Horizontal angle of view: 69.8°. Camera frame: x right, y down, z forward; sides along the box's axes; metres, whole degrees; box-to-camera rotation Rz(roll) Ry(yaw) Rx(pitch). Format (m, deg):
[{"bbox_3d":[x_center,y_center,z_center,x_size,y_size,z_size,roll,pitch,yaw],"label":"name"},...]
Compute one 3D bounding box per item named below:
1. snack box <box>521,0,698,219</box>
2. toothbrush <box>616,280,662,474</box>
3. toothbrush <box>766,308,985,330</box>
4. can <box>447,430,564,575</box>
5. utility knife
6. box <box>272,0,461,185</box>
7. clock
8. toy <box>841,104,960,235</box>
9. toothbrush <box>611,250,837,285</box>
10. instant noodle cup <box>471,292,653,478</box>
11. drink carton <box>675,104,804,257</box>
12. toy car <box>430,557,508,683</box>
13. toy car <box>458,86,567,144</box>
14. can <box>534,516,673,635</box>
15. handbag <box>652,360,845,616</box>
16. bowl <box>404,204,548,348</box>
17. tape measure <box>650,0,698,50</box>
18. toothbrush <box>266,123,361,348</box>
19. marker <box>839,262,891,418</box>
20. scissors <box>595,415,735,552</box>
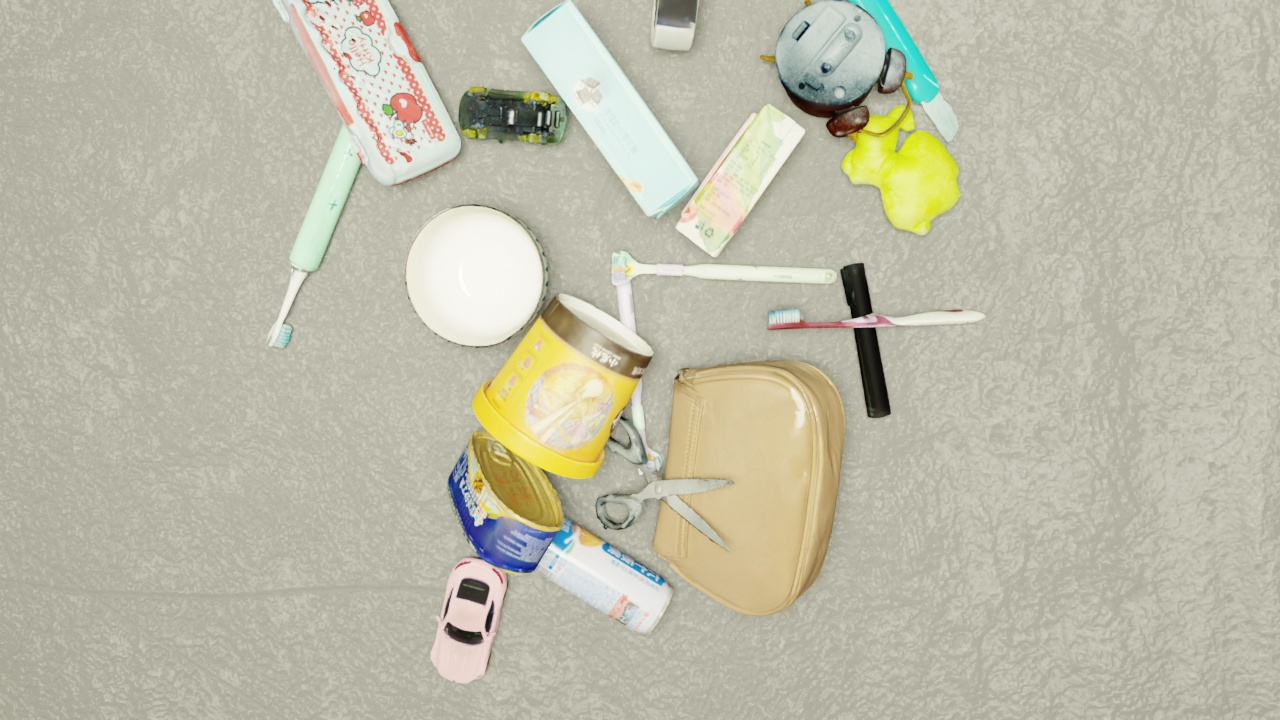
[{"bbox_3d":[-0.021,-0.197,0.736,0.052,0.074,0.175,-36,94,9],"label":"snack box"},{"bbox_3d":[-0.005,0.005,0.793,0.021,0.029,0.189,-2,99,43],"label":"toothbrush"},{"bbox_3d":[0.194,-0.036,0.753,0.187,0.016,0.017,-3,85,-8],"label":"toothbrush"},{"bbox_3d":[-0.114,0.115,0.760,0.074,0.148,0.049,24,103,-31],"label":"can"},{"bbox_3d":[0.202,-0.257,0.738,0.029,0.013,0.186,-33,93,11],"label":"utility knife"},{"bbox_3d":[-0.225,-0.242,0.747,0.086,0.047,0.201,-31,96,-23],"label":"box"},{"bbox_3d":[0.157,-0.225,0.719,0.122,0.055,0.082,41,98,7],"label":"clock"},{"bbox_3d":[0.214,-0.155,0.743,0.100,0.031,0.097,16,98,3],"label":"toy"},{"bbox_3d":[0.070,-0.073,0.768,0.189,0.020,0.029,2,97,-1],"label":"toothbrush"},{"bbox_3d":[-0.058,0.016,0.747,0.118,0.118,0.114,32,101,0],"label":"instant noodle cup"},{"bbox_3d":[0.079,-0.146,0.745,0.045,0.053,0.122,35,99,0],"label":"drink carton"},{"bbox_3d":[-0.156,0.238,0.833,0.056,0.037,0.122,15,100,4],"label":"toy car"},{"bbox_3d":[-0.105,-0.201,0.762,0.091,0.036,0.043,7,100,3],"label":"toy car"},{"bbox_3d":[-0.040,0.185,0.805,0.134,0.053,0.053,32,100,0],"label":"can"},{"bbox_3d":[0.090,0.098,0.758,0.148,0.099,0.204,13,101,29],"label":"handbag"},{"bbox_3d":[-0.132,-0.071,0.769,0.116,0.066,0.116,1,98,4],"label":"bowl"},{"bbox_3d":[0.028,-0.279,0.724,0.033,0.065,0.066,5,100,-4],"label":"tape measure"},{"bbox_3d":[-0.281,-0.111,0.796,0.026,0.027,0.225,35,104,45],"label":"toothbrush"},{"bbox_3d":[0.189,-0.016,0.771,0.022,0.020,0.132,-17,99,-36],"label":"marker"},{"bbox_3d":[0.011,0.106,0.758,0.160,0.014,0.177,-56,52,38],"label":"scissors"}]
